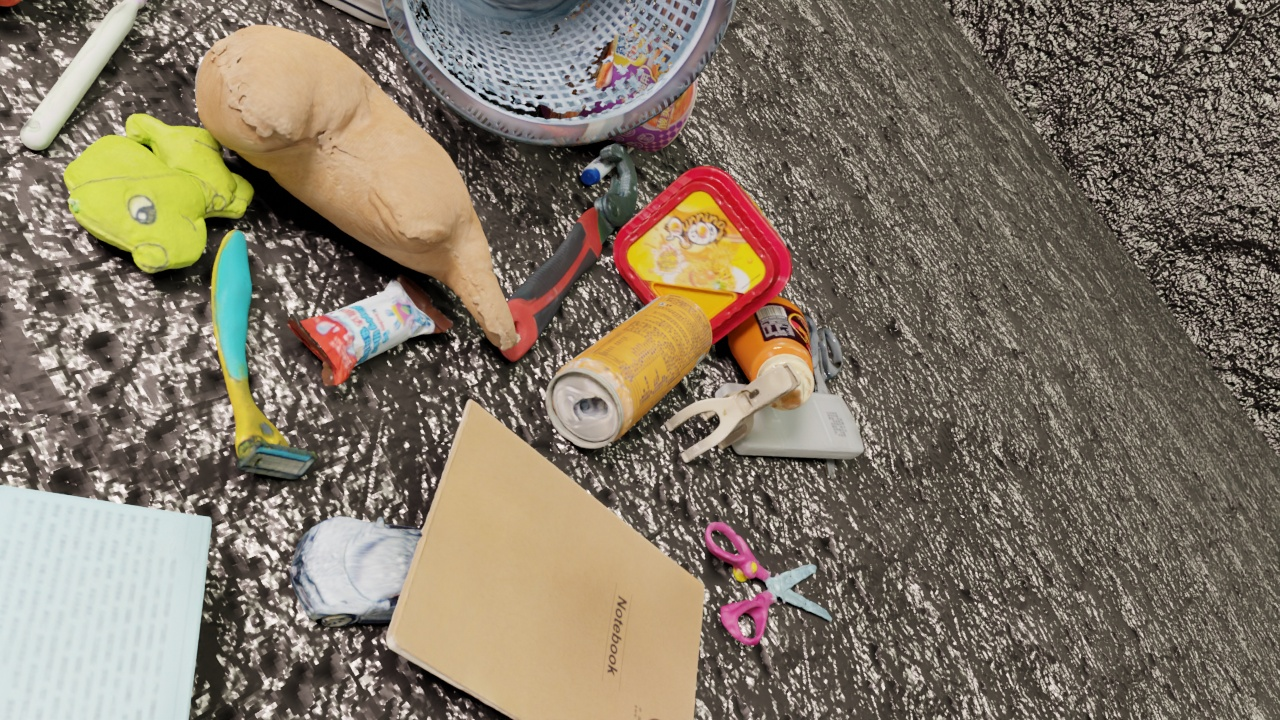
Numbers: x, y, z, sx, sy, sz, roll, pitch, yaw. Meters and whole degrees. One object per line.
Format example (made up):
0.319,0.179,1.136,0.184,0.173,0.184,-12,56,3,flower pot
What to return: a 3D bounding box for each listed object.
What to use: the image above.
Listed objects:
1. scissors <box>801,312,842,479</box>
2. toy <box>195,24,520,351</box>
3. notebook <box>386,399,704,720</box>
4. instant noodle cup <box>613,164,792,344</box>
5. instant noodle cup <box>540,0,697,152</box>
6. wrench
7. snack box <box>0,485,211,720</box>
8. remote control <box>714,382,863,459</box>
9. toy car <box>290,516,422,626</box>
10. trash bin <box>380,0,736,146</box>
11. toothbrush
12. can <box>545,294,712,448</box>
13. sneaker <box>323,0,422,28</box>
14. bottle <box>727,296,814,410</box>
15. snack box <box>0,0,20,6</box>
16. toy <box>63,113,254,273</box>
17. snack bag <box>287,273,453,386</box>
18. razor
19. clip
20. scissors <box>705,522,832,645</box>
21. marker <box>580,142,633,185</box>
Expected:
0.172,0.034,0.833,0.132,0.014,0.175,-5,64,-48,scissors
-0.146,-0.099,0.529,0.226,0.083,0.143,41,17,-27,toy
-0.035,0.133,0.494,0.207,0.008,0.147,43,35,-28,notebook
0.059,-0.088,0.738,0.116,0.116,0.123,51,24,-1,instant noodle cup
-0.014,-0.229,0.764,0.099,0.112,0.111,19,47,-34,instant noodle cup
-0.048,-0.085,0.680,0.056,0.016,0.272,61,32,-27,wrench
-0.198,0.132,0.307,0.074,0.052,0.174,20,47,-38,snack box
0.124,0.052,0.751,0.149,0.021,0.058,8,54,-39,remote control
-0.114,0.101,0.444,0.105,0.031,0.049,12,51,-41,toy car
-0.068,-0.285,0.623,0.226,0.227,0.195,27,20,-31,trash bin
-0.288,-0.175,0.500,0.029,0.020,0.189,8,49,-6,toothbrush
-0.004,0.004,0.626,0.058,0.058,0.145,52,36,-1,can
-0.237,-0.301,0.604,0.240,0.088,0.118,9,54,-45,sneaker
0.106,-0.001,0.713,0.067,0.067,0.149,41,17,-16,bottle
-0.329,-0.218,0.434,0.080,0.091,0.082,-5,64,-57,snack box
-0.244,-0.087,0.463,0.096,0.031,0.099,53,32,8,toy
-0.150,-0.019,0.511,0.045,0.026,0.105,46,33,4,snack bag
-0.193,-0.006,0.451,0.043,0.028,0.132,29,39,-65,razor
0.071,0.035,0.661,0.035,0.102,0.095,61,11,15,clip
0.092,0.164,0.633,0.135,0.017,0.107,34,38,-29,scissors
-0.019,-0.185,0.807,0.017,0.017,0.145,46,36,-8,marker
